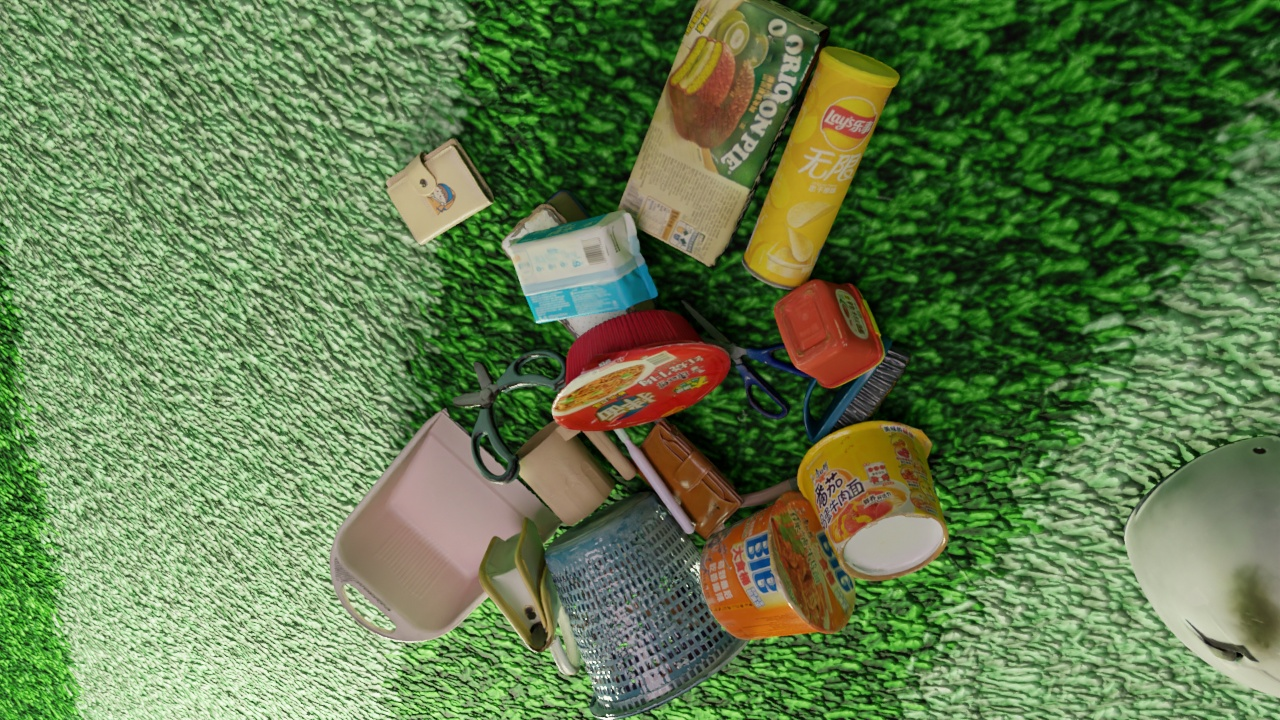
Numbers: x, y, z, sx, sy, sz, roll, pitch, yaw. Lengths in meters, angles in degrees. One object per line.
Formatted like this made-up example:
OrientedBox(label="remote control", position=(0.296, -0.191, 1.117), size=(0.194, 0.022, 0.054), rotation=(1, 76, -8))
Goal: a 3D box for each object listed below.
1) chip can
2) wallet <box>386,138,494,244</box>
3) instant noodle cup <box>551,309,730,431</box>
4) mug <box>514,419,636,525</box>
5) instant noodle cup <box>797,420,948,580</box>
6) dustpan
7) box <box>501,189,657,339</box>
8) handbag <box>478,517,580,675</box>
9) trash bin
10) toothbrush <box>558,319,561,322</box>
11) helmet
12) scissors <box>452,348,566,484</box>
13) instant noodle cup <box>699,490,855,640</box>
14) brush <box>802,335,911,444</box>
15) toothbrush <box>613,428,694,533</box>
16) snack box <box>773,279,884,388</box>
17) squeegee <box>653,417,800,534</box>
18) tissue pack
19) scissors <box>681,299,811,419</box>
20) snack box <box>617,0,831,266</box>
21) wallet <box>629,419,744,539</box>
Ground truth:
OrientedBox(label="chip can", position=(0.160, -0.172, 0.842), size=(0.072, 0.071, 0.214), rotation=(25, 122, 9))
OrientedBox(label="wallet", position=(-0.229, -0.190, 1.026), size=(0.115, 0.024, 0.087), rotation=(-23, 104, 32))
OrientedBox(label="instant noodle cup", position=(-0.006, 0.006, 0.958), size=(0.194, 0.193, 0.065), rotation=(-33, 63, 32))
OrientedBox(label="mug", position=(-0.078, 0.124, 1.092), size=(0.125, 0.084, 0.103), rotation=(-35, 101, 27))
OrientedBox(label="instant noodle cup", position=(0.237, 0.145, 0.919), size=(0.138, 0.109, 0.138), rotation=(-5, 132, -5))
OrientedBox(label="dustpan", position=(-0.272, 0.241, 1.198), size=(0.222, 0.138, 0.274), rotation=(41, 124, -2))
OrientedBox(label="box", position=(-0.069, -0.097, 0.988), size=(0.090, 0.059, 0.184), rotation=(-32, 99, 31))
OrientedBox(label="handbag", position=(-0.117, 0.290, 1.116), size=(0.063, 0.163, 0.179), rotation=(-31, 98, 4))
OrientedBox(label="trash bin", position=(-0.003, 0.269, 1.073), size=(0.227, 0.226, 0.195), rotation=(-28, 90, 32))
OrientedBox(label="toothbrush", position=(-0.053, -0.019, 1.043), size=(0.187, 0.017, 0.016), rotation=(39, 124, -1))
OrientedBox(label="helmet", position=(0.582, 0.210, 0.813), size=(0.274, 0.156, 0.231), rotation=(36, 124, 2))
OrientedBox(label="scissors", position=(-0.153, 0.066, 1.072), size=(0.171, 0.019, 0.179), rotation=(-11, 67, 25))
OrientedBox(label="instant noodle cup", position=(0.142, 0.228, 0.985), size=(0.112, 0.151, 0.151), rotation=(-29, 102, 36))
OrientedBox(label="brush", position=(0.210, 0.030, 0.935), size=(0.073, 0.055, 0.144), rotation=(32, 124, 3))
OrientedBox(label="toothbrush", position=(0.002, 0.121, 1.048), size=(0.021, 0.029, 0.189), rotation=(-38, 88, 17))
OrientedBox(label="snack box", position=(0.176, -0.028, 0.878), size=(0.082, 0.080, 0.091), rotation=(-33, 61, 32))
OrientedBox(label="squeegee", position=(0.161, 0.141, 1.024), size=(0.250, 0.040, 0.248), rotation=(-19, 106, 29))
OrientedBox(label="tissue pack", position=(-0.059, -0.092, 0.912), size=(0.140, 0.063, 0.090), rotation=(-8, 113, 26))
OrientedBox(label="scissors", position=(0.113, -0.008, 0.984), size=(0.157, 0.012, 0.165), rotation=(-19, 106, 31))
OrientedBox(label="snack box", position=(0.072, -0.218, 0.860), size=(0.114, 0.063, 0.241), rotation=(28, 123, 7))
OrientedBox(label="wallet", position=(0.054, 0.132, 1.044), size=(0.130, 0.035, 0.119), rotation=(44, 146, 10))
